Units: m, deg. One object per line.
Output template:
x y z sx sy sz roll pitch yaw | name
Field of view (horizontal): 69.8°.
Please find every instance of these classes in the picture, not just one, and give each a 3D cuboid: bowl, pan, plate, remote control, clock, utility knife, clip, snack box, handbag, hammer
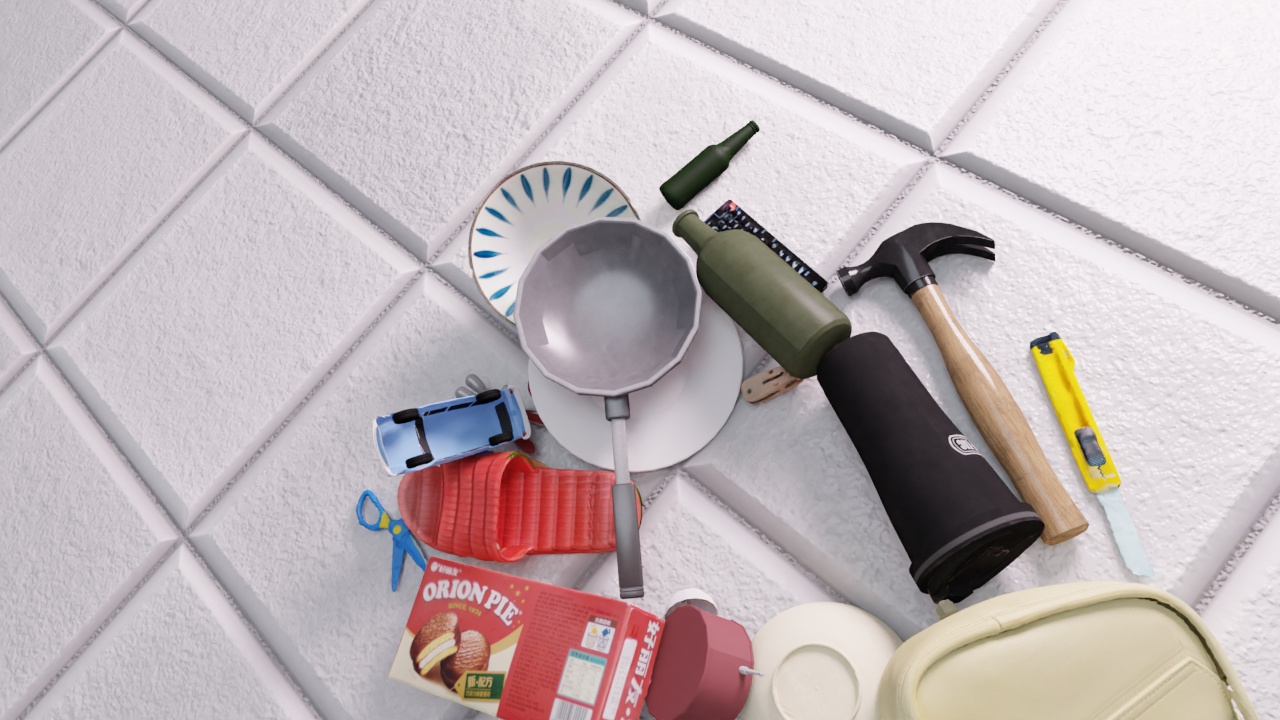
-0.086 -0.113 0.945 0.177 0.071 0.177 -1 98 -7 | bowl
-0.022 0.037 0.851 0.179 0.041 0.356 -7 74 5 | pan
-0.005 0.005 0.894 0.209 0.015 0.208 -2 77 6 | plate
0.121 -0.102 0.914 0.047 0.022 0.150 -41 59 -1 | remote control
0.142 0.258 0.715 0.151 0.075 0.150 -7 65 16 | bowl
0.042 0.244 0.744 0.096 0.048 0.137 -64 22 4 | clock
0.371 0.072 0.754 0.030 0.019 0.217 -21 65 20 | utility knife
0.125 0.021 0.859 0.061 0.049 0.025 -48 53 41 | clip
-0.102 0.246 0.784 0.237 0.060 0.113 2 66 36 | snack box
0.295 0.242 0.642 0.232 0.089 0.191 -27 75 -12 | handbag
0.294 0.012 0.795 0.132 0.040 0.305 -27 62 10 | hammer

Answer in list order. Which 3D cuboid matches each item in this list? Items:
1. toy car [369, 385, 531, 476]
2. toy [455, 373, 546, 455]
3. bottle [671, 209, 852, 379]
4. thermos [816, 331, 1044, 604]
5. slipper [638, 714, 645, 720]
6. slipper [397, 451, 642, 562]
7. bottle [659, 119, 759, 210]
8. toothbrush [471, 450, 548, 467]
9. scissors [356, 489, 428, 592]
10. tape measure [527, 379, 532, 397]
-0.179 0.066 0.861 0.055 0.153 0.056 -27 79 54 | toy car
-0.138 0.052 0.930 0.112 0.030 0.049 31 75 17 | toy
0.103 -0.072 0.856 0.071 0.071 0.207 -41 59 -2 | bottle
0.227 0.079 0.755 0.106 0.106 0.218 -29 56 5 | thermos
0.000 0.397 0.708 0.116 0.069 0.276 -26 60 3 | slipper
-0.124 0.138 0.864 0.249 0.059 0.103 2 77 16 | slipper
0.076 -0.210 0.970 0.123 0.033 0.033 -40 60 -2 | bottle
-0.148 0.098 0.923 0.135 0.017 0.021 13 76 20 | toothbrush
-0.235 0.166 0.926 0.110 0.018 0.130 -44 61 -1 | scissors
-0.085 0.021 0.932 0.051 0.019 0.058 11 64 25 | tape measure
